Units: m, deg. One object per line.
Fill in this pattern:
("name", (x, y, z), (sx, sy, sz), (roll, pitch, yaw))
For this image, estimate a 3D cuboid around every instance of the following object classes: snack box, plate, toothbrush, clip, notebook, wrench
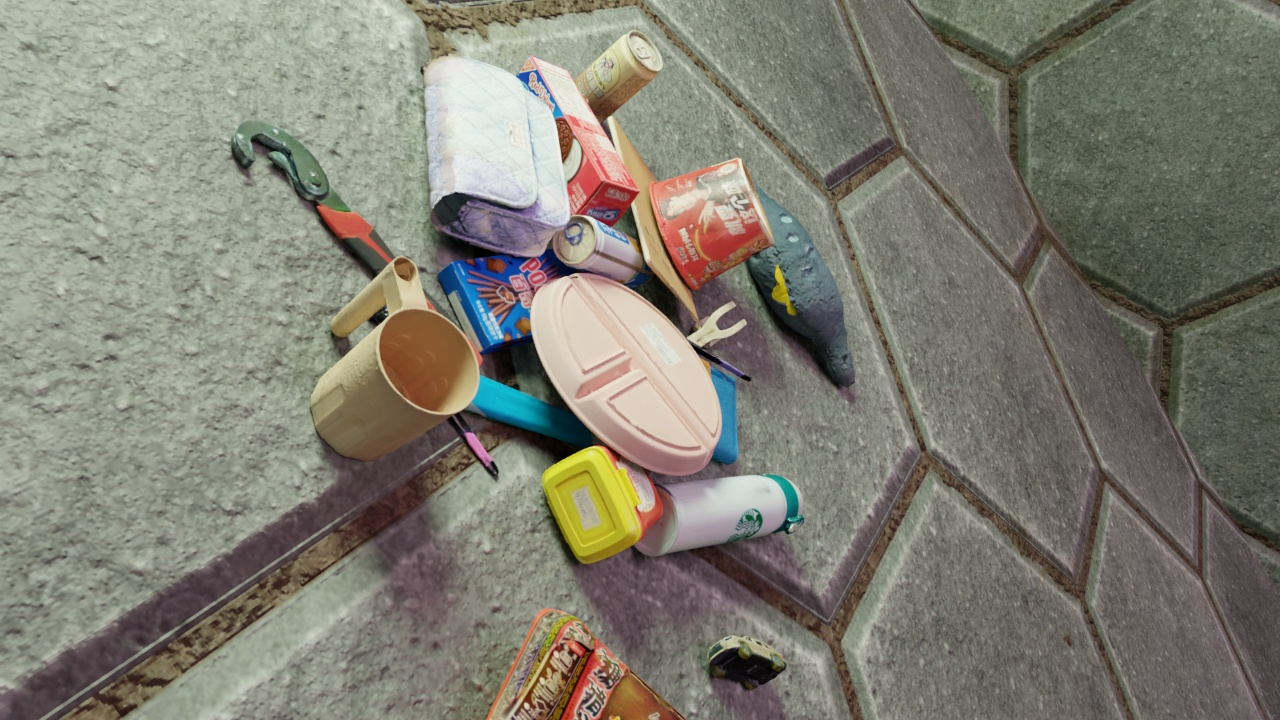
("snack box", (-0.111, -0.060, 0.873), (0.156, 0.026, 0.084), (-18, 79, -52))
("plate", (-0.005, 0.005, 0.867), (0.229, 0.028, 0.229), (34, 31, -24))
("snack box", (-0.074, -0.233, 0.969), (0.058, 0.057, 0.207), (6, 46, -45))
("toothbrush", (-0.172, 0.018, 0.761), (0.189, 0.018, 0.014), (55, 36, -8))
("snack box", (-0.028, 0.120, 0.807), (0.080, 0.082, 0.091), (-13, 76, -62))
("clip", (0.083, -0.036, 1.047), (0.035, 0.093, 0.102), (60, 26, 0))
("toothbrush", (0.044, -0.021, 1.004), (0.189, 0.014, 0.016), (30, 55, -14))
("notebook", (0.015, -0.159, 1.038), (0.148, 0.008, 0.207), (45, 27, -57))
("wrench", (-0.229, -0.092, 0.770), (0.273, 0.016, 0.056), (48, 39, -14))

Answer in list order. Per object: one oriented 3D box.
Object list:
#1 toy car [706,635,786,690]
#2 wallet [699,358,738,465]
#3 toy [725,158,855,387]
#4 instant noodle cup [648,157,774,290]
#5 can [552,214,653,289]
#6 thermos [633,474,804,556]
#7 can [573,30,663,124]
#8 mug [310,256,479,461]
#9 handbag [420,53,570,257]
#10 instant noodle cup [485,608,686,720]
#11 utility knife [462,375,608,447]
("toy car", (0.099, 0.283, 0.870), (0.090, 0.042, 0.035), (31, 23, -39))
("wallet", (0.054, 0.045, 0.985), (0.133, 0.040, 0.106), (26, 53, -37))
("toy", (0.200, -0.119, 1.227), (0.356, 0.091, 0.137), (60, 9, -1))
("instant noodle cup", (0.086, -0.164, 1.062), (0.138, 0.109, 0.137), (59, 17, -32))
("can", (-0.036, -0.110, 0.941), (0.134, 0.053, 0.053), (13, 55, -64))
("thermos", (0.085, 0.152, 0.920), (0.223, 0.073, 0.073), (4, 63, -48))
("can", (-0.033, -0.325, 1.065), (0.058, 0.117, 0.058), (28, 47, -35))
("mug", (-0.189, 0.002, 0.680), (0.084, 0.104, 0.124), (-2, 67, -49))
("handbag", (-0.141, -0.198, 0.878), (0.134, 0.076, 0.193), (13, 49, -34))
("instant noodle cup", (-0.047, 0.297, 0.664), (0.189, 0.079, 0.164), (46, 39, -15))
("utility knife", (-0.081, 0.056, 0.837), (0.198, 0.018, 0.034), (24, 61, -38))
